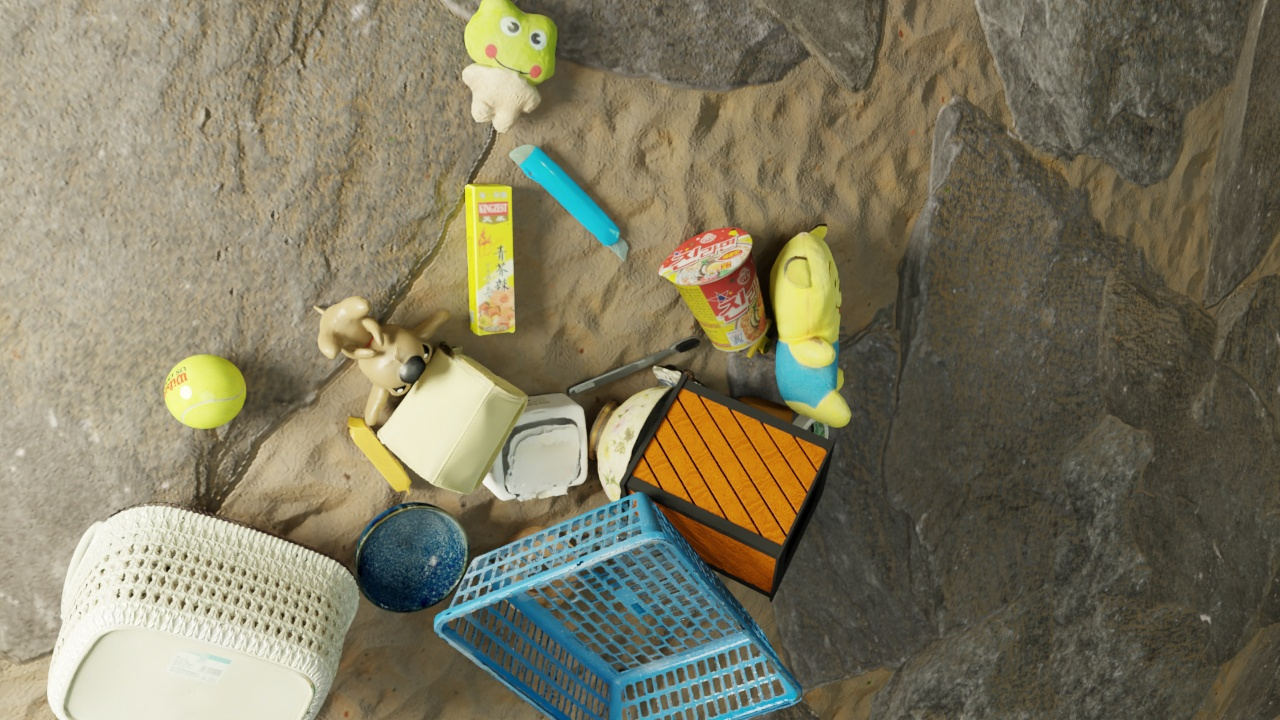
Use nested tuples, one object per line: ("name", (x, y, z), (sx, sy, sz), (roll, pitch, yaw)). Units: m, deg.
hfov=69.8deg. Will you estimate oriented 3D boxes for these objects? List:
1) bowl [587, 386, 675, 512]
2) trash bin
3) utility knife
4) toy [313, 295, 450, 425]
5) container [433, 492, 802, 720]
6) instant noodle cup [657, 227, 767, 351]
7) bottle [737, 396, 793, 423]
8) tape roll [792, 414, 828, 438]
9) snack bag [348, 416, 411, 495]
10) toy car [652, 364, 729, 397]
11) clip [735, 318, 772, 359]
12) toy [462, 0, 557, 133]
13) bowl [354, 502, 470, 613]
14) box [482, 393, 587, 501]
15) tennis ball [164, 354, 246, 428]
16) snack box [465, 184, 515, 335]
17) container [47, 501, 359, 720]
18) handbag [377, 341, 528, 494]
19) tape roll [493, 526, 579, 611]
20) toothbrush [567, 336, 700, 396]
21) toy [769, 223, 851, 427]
("bowl", (-0.014, 0.086, 0.997), (0.144, 0.063, 0.145), (-53, 157, -35))
("trash bin", (0.092, 0.136, 0.971), (0.139, 0.172, 0.140), (-58, 160, -25))
("utility knife", (-0.068, -0.162, 0.948), (0.031, 0.015, 0.175), (-50, 121, -4))
("toy", (-0.246, -0.013, 0.854), (0.108, 0.106, 0.134), (41, 79, -41))
("container", (-0.012, 0.287, 0.975), (0.257, 0.089, 0.362), (-24, 130, 15))
("instant noodle cup", (0.094, -0.073, 1.015), (0.100, 0.100, 0.112), (-38, 124, -14))
("bottle", (0.132, 0.126, 1.098), (0.067, 0.068, 0.157), (8, 99, -29))
("tape roll", (0.204, 0.109, 1.138), (0.093, 0.018, 0.094), (-26, 124, -46))
("snack bag", (-0.258, 0.095, 0.912), (0.020, 0.026, 0.099), (-36, 115, -9))
("toy car", (0.059, 0.040, 1.048), (0.112, 0.048, 0.040), (34, 80, -29))
("clip", (0.139, -0.025, 1.086), (0.046, 0.047, 0.054), (31, 86, -5))
("toy", (-0.127, -0.278, 0.870), (0.092, 0.043, 0.118), (15, 98, -31))
("bowl", (-0.237, 0.190, 0.928), (0.114, 0.061, 0.114), (-9, 108, -28))
("box", (-0.106, 0.097, 0.953), (0.107, 0.095, 0.102), (-8, 106, -23))
("tennis ball", (-0.382, 0.027, 0.806), (0.065, 0.065, 0.065), (-7, 106, -26))
("snack box", (-0.149, -0.100, 0.914), (0.040, 0.029, 0.148), (-7, 106, -26))
("container", (-0.380, 0.244, 0.806), (0.251, 0.143, 0.185), (26, 106, -25))
("handbag", (-0.182, 0.052, 0.893), (0.119, 0.111, 0.081), (-59, 148, 1))
("tape roll", (-0.115, 0.233, 1.021), (0.093, 0.027, 0.094), (-7, 107, -26))
("toothbrush", (-0.006, 0.006, 1.028), (0.167, 0.013, 0.013), (-22, 112, -18))
("toy", (0.191, -0.042, 1.051), (0.084, 0.148, 0.214), (-7, 104, 8))
